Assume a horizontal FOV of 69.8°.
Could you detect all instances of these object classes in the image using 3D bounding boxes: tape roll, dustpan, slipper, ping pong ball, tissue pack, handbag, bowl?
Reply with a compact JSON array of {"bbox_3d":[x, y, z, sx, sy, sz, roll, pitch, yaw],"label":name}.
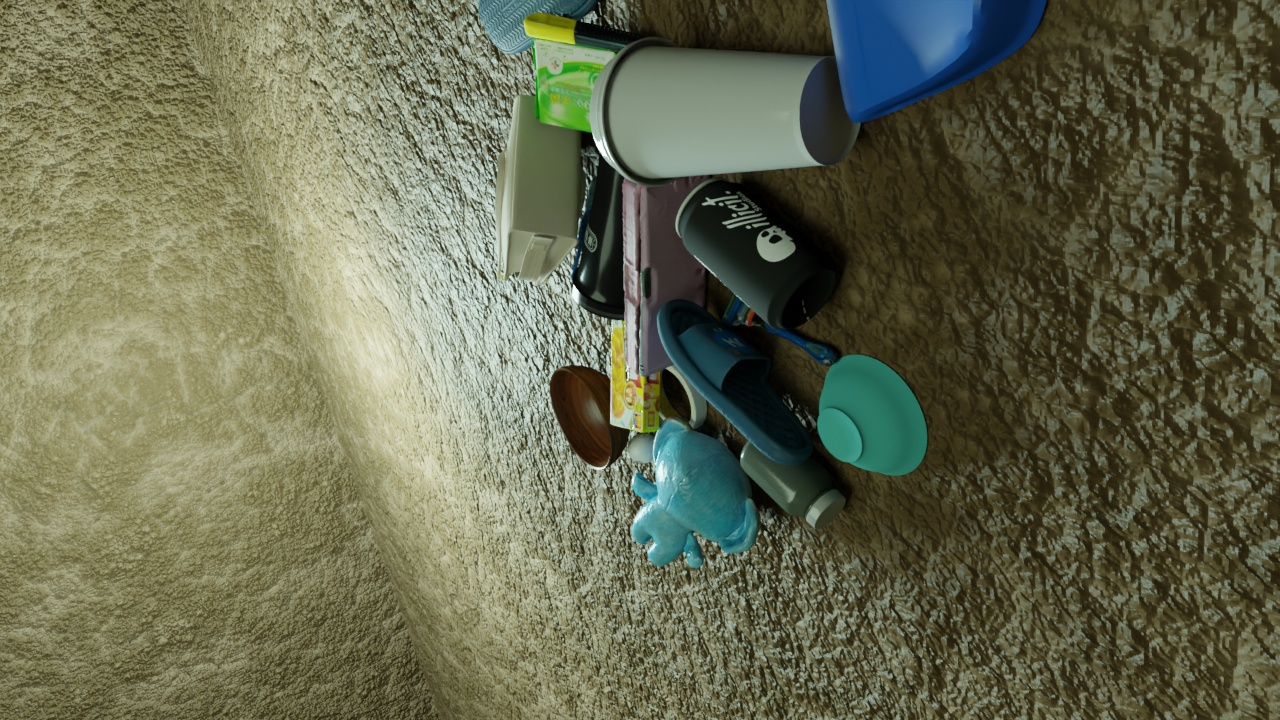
[{"bbox_3d":[0.043,0.041,1.106,0.094,0.019,0.094,39,142,39],"label":"tape roll"},{"bbox_3d":[0.208,-0.278,0.557,0.258,0.059,0.246,24,132,63],"label":"dustpan"},{"bbox_3d":[0.102,0.014,0.926,0.213,0.103,0.059,50,122,17],"label":"slipper"},{"bbox_3d":[0.003,0.115,1.205,0.040,0.040,0.040,38,141,39],"label":"ping pong ball"},{"bbox_3d":[-0.060,-0.293,0.972,0.114,0.034,0.100,17,129,21],"label":"tissue pack"},{"bbox_3d":[-0.130,-0.183,1.093,0.198,0.101,0.194,132,141,-64],"label":"handbag"},{"bbox_3d":[0.198,0.059,0.839,0.121,0.046,0.121,38,141,39],"label":"bowl"},{"bbox_3d":[-0.054,0.066,1.233,0.147,0.068,0.147,40,142,39],"label":"bowl"},{"bbox_3d":[-0.098,-0.396,0.971,0.214,0.059,0.104,-20,105,50],"label":"slipper"}]

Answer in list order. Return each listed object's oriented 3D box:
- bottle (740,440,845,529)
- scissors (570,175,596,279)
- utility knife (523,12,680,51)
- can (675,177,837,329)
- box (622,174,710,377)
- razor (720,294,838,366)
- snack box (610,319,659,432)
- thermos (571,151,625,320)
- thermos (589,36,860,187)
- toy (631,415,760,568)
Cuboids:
[{"bbox_3d":[0.156,0.120,0.940,0.108,0.060,0.060,44,145,33],"label":"bottle"},{"bbox_3d":[-0.065,-0.161,1.079,0.125,0.016,0.125,-92,14,-62],"label":"scissors"},{"bbox_3d":[-0.036,-0.319,0.909,0.198,0.028,0.020,22,144,29],"label":"utility knife"},{"bbox_3d":[0.104,-0.099,0.838,0.146,0.080,0.080,46,146,30],"label":"can"},{"bbox_3d":[0.029,-0.091,0.958,0.041,0.098,0.233,46,145,45],"label":"box"},{"bbox_3d":[0.138,-0.028,0.899,0.141,0.018,0.044,34,103,40],"label":"razor"},{"bbox_3d":[-0.007,0.006,1.106,0.075,0.025,0.152,8,98,57],"label":"snack box"},{"bbox_3d":[-0.013,-0.151,0.979,0.106,0.105,0.219,42,139,35],"label":"thermos"},{"bbox_3d":[0.070,-0.211,0.779,0.222,0.131,0.132,15,124,45],"label":"thermos"},{"bbox_3d":[0.061,0.169,1.085,0.183,0.114,0.181,49,126,25],"label":"toy"}]
